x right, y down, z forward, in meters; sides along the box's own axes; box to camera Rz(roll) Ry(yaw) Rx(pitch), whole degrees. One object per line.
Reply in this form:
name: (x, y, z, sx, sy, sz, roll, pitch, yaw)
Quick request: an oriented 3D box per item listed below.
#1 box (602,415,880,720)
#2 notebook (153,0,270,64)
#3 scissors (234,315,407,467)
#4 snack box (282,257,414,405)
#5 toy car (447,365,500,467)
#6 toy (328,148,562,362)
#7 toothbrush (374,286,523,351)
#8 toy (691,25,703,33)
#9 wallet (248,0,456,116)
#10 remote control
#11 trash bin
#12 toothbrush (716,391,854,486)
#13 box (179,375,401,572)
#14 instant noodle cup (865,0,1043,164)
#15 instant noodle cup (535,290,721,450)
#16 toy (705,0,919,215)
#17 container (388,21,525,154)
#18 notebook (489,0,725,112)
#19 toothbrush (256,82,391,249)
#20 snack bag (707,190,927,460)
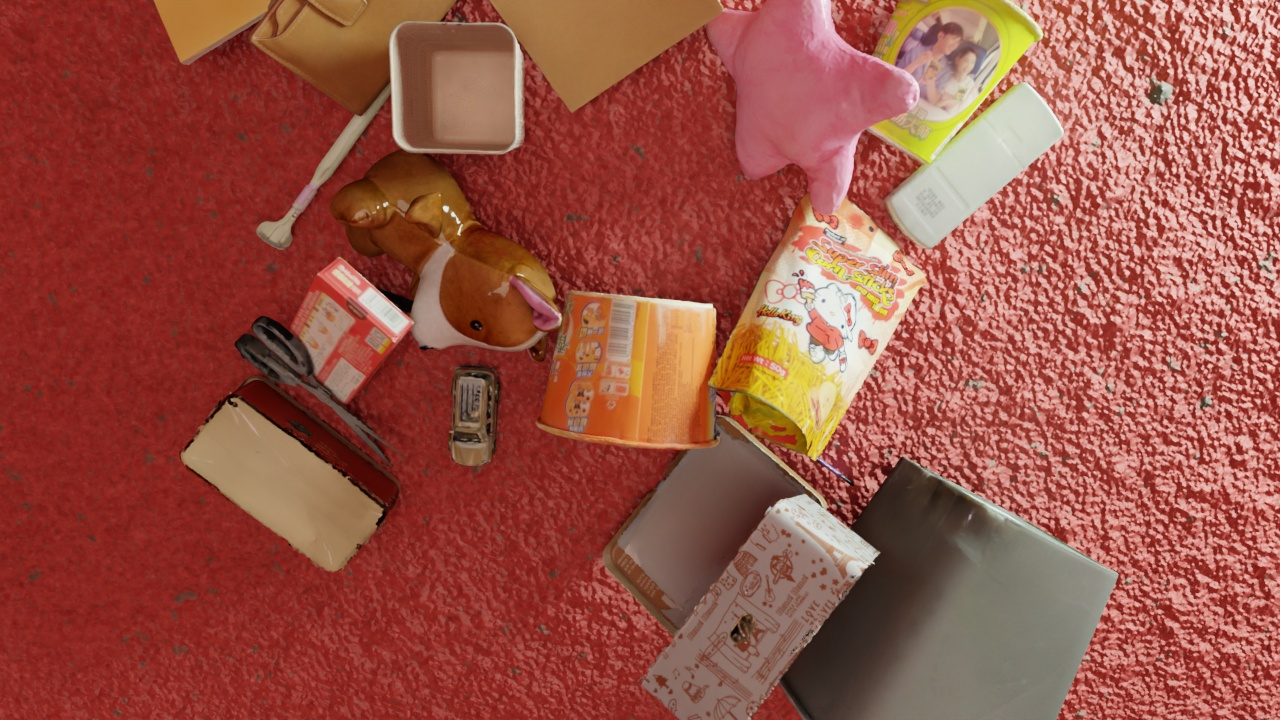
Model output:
box: (0.060, 0.162, 0.721, 0.205, 0.158, 0.181, 41, 100, 23)
notebook: (-0.290, -0.335, 0.697, 0.206, 0.010, 0.146, -28, 82, 7)
scissors: (-0.273, 0.027, 0.779, 0.163, 0.014, 0.166, 21, 142, 18)
snack box: (-0.239, -0.019, 0.736, 0.075, 0.025, 0.153, 43, 143, -9)
toy car: (-0.146, 0.050, 0.798, 0.042, 0.035, 0.090, 5, 105, -1)
toy: (-0.149, -0.071, 0.723, 0.199, 0.140, 0.130, 36, 81, -4)
toothbrush: (-0.184, -0.041, 0.788, 0.181, 0.018, 0.016, 19, 104, -3)
toy: (0.004, -0.363, 0.689, 0.144, 0.082, 0.226, -30, 104, 21)
wallet: (-0.211, -0.260, 0.686, 0.132, 0.031, 0.107, -45, 141, 12)
remote control: (0.274, -0.160, 0.761, 0.150, 0.021, 0.058, -41, 100, 8)
trash bin: (0.247, 0.219, 0.763, 0.199, 0.198, 0.220, 27, 94, -15)
toothbrush: (0.118, 0.056, 0.812, 0.189, 0.014, 0.016, 35, 88, -8)
box: (-0.299, 0.101, 0.783, 0.168, 0.077, 0.091, 40, 99, -10)
instant noodle cup: (0.223, -0.223, 0.709, 0.111, 0.111, 0.124, 30, 108, -7)
instant noodle cup: (-0.004, 0.004, 0.737, 0.151, 0.151, 0.111, 5, 94, -2)
toy: (0.112, -0.207, 0.702, 0.074, 0.179, 0.194, -19, 68, -34)
container: (-0.133, -0.203, 0.702, 0.090, 0.111, 0.090, 1, 102, -1)
notebook: (-0.056, -0.310, 0.680, 0.150, 0.012, 0.211, -26, 118, 26)
toothbrush: (-0.252, -0.171, 0.757, 0.029, 0.020, 0.190, 33, 101, -38)
snack bag: (0.144, -0.032, 0.737, 0.128, 0.073, 0.207, 36, 69, -7)
